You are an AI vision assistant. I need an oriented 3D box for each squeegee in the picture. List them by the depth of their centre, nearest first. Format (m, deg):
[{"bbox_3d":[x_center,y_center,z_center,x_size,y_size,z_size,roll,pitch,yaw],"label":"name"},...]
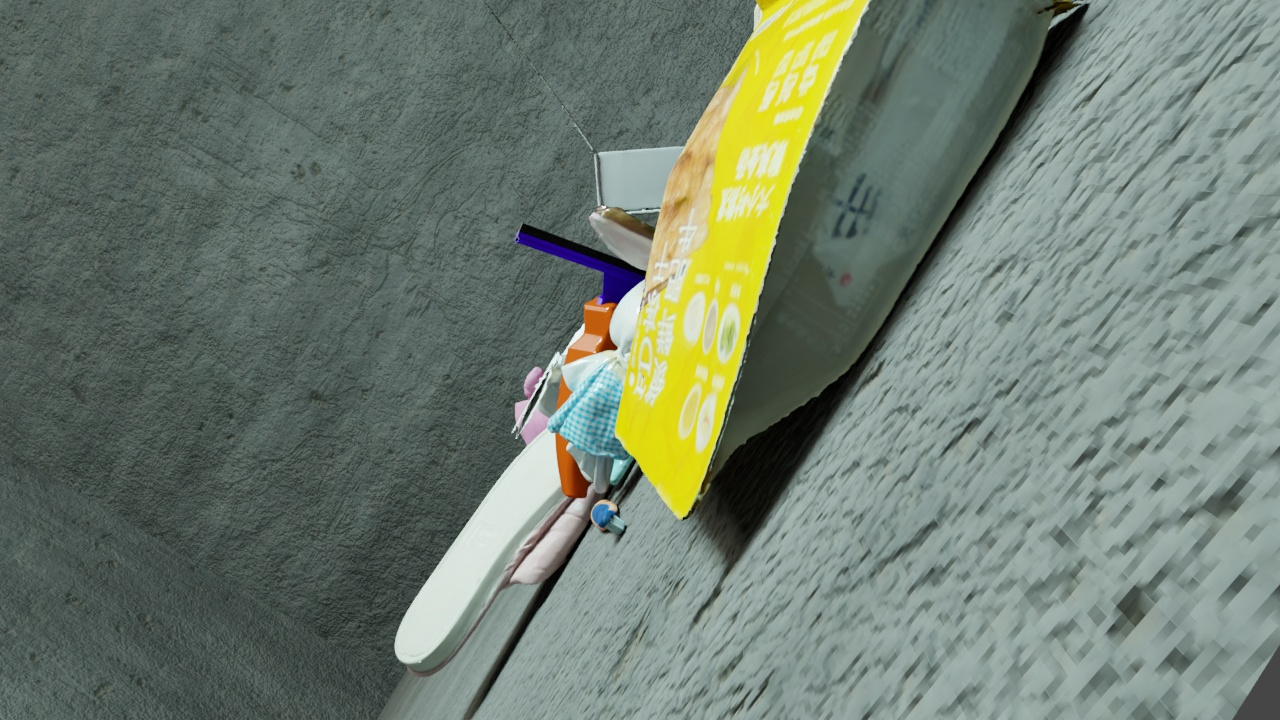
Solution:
[{"bbox_3d":[-0.034,0.015,0.710,0.249,0.055,0.184,13,-92,-53],"label":"squeegee"}]

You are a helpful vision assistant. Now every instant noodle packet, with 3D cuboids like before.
[{"bbox_3d":[0.053,-0.051,0.378,0.221,0.084,0.163,-63,14,2],"label":"instant noodle packet"}]

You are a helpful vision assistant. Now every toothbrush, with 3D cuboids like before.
[{"bbox_3d":[-0.023,0.106,0.619,0.021,0.017,0.135,-54,1,-8],"label":"toothbrush"}]

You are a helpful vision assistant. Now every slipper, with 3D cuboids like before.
[{"bbox_3d":[-0.098,0.146,0.765,0.274,0.054,0.114,-51,27,-16],"label":"slipper"}]

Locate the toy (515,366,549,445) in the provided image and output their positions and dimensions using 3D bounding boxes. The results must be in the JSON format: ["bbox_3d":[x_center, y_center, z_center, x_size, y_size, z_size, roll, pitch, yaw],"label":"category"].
[{"bbox_3d":[-0.106,0.053,1.326,0.266,0.128,0.186,-51,2,18],"label":"toy"}]

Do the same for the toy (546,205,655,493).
[{"bbox_3d":[0.008,0.006,0.635,0.105,0.131,0.206,-12,-47,-50],"label":"toy"}]

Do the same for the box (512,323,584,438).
[{"bbox_3d":[-0.067,0.038,0.934,0.109,0.124,0.136,-55,7,30],"label":"box"}]

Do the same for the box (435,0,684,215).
[{"bbox_3d":[-0.041,-0.229,0.869,0.150,0.369,0.166,-55,4,7],"label":"box"}]

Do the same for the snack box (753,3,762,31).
[{"bbox_3d":[0.115,-0.209,0.559,0.235,0.060,0.113,-82,11,-46],"label":"snack box"}]

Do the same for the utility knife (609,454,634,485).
[{"bbox_3d":[0.006,0.046,0.727,0.128,0.015,0.022,-57,7,-27],"label":"utility knife"}]
